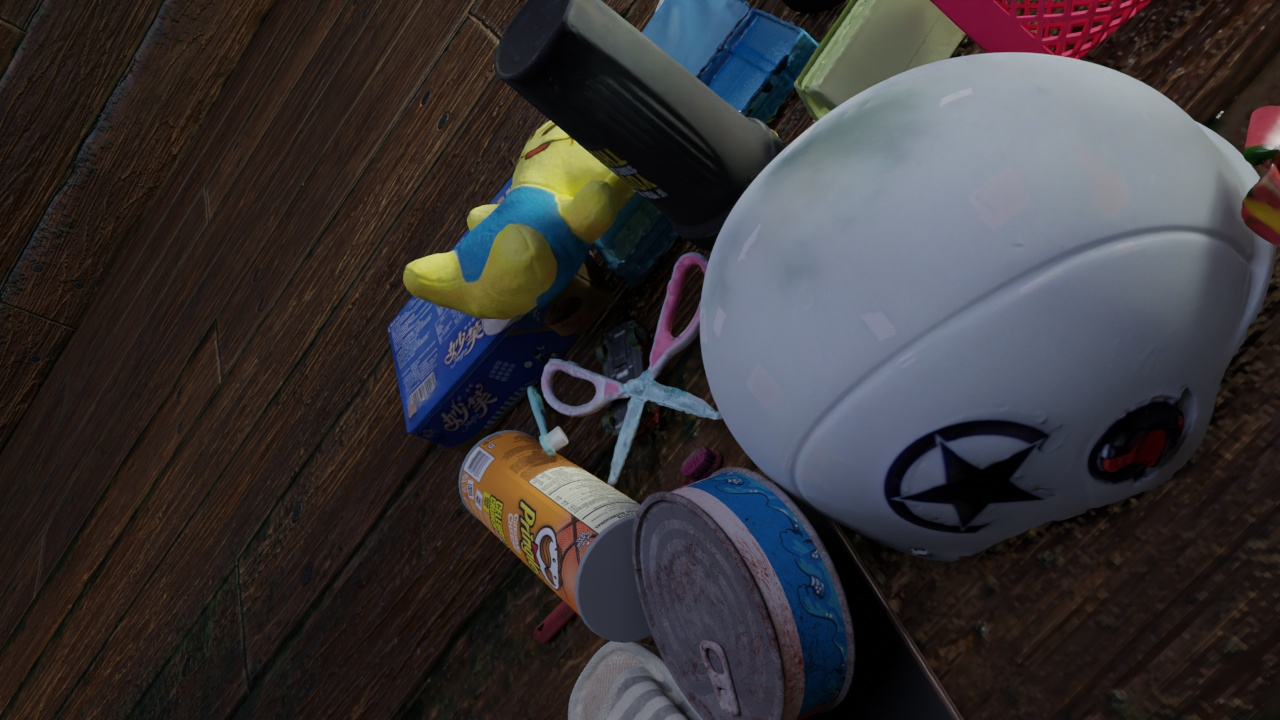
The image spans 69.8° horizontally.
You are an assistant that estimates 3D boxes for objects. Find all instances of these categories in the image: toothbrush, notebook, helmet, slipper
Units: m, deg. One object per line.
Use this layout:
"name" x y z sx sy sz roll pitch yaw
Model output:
"toothbrush" -0.013 0.127 0.622 0.190 0.016 0.016 -48 41 16
"notebook" 0.081 0.175 0.494 0.142 0.008 0.209 -47 40 18
"toothbrush" -0.074 0.041 0.695 0.016 0.016 0.180 -37 15 -3
"helmet" 0.139 -0.045 0.439 0.265 0.163 0.236 -38 45 27
"slipper" 0.023 0.252 0.470 0.114 0.054 0.272 -59 37 10

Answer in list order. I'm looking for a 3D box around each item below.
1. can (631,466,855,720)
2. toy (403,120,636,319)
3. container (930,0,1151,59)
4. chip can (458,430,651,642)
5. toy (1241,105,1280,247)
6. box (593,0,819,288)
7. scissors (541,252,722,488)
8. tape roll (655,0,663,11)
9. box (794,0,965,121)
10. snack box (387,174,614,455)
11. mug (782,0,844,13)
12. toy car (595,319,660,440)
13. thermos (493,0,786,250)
"can" 0.047 0.122 0.462 0.130 0.044 0.130 39 137 49
"toy" -0.064 -0.117 0.686 0.149 0.084 0.213 -2 47 44
"container" 0.243 -0.264 0.457 0.226 0.183 0.183 -47 40 30
"chip can" -0.052 0.106 0.607 0.215 0.075 0.075 18 82 60
"toy" 0.279 -0.072 0.367 0.103 0.084 0.046 -62 3 -27
"box" 0.024 -0.193 0.753 0.232 0.047 0.177 -51 47 14
"scissors" -0.004 0.004 0.637 0.173 0.013 0.170 14 87 42
"tape roll" 0.050 -0.321 0.822 0.094 0.018 0.093 -27 49 37
"box" 0.174 -0.236 0.588 0.188 0.077 0.090 -54 38 8
"snack box" -0.132 -0.041 0.816 0.203 0.069 0.155 -46 40 18
"mug" 0.128 -0.303 0.659 0.113 0.088 0.078 43 101 35
"toy car" -0.007 0.015 0.666 0.042 0.036 0.091 -29 49 33
"thermos" 0.013 -0.152 0.598 0.098 0.220 0.098 -28 47 35
